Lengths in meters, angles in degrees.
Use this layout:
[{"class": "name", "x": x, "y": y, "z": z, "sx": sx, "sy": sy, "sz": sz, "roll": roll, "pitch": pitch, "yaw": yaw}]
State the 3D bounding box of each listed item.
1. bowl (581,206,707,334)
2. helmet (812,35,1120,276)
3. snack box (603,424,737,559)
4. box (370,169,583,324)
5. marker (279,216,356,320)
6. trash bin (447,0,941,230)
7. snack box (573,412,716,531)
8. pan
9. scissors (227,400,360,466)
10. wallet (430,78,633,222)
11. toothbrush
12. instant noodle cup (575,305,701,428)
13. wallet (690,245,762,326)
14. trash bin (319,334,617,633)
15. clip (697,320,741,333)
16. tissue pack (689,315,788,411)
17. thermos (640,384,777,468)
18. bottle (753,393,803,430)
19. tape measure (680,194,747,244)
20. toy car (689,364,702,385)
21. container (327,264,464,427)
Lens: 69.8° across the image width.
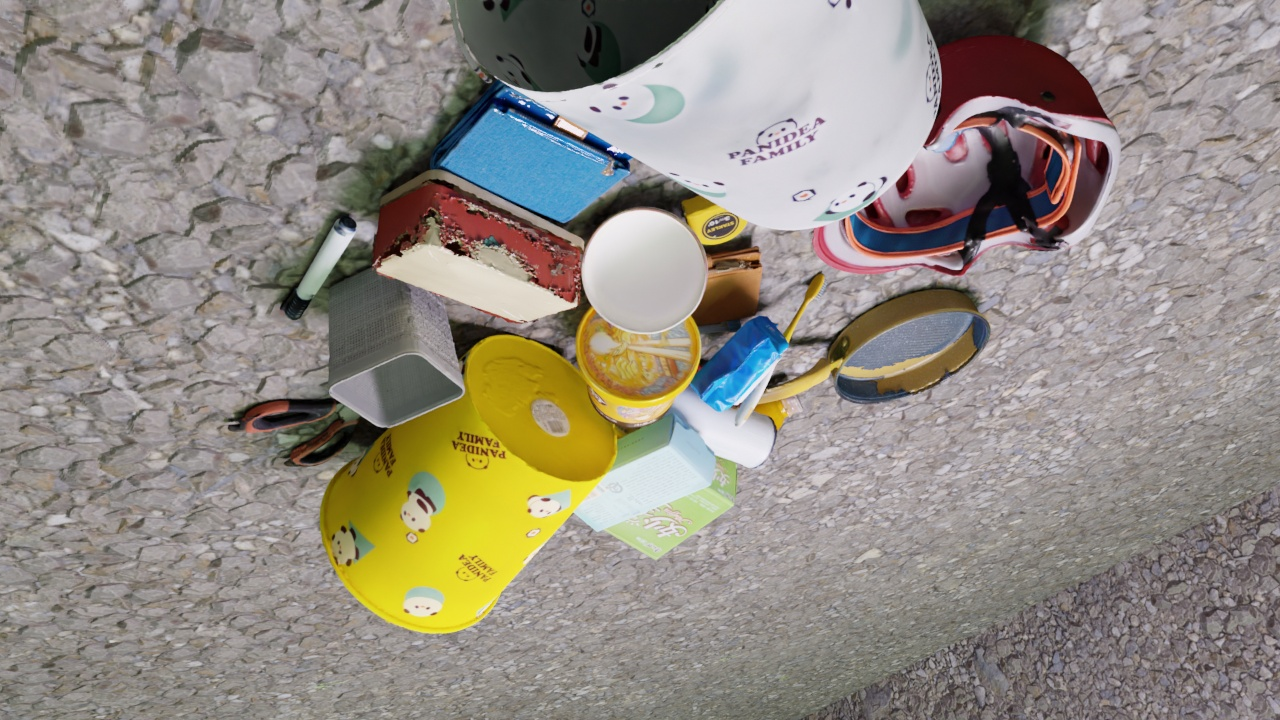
[{"class": "bowl", "x": 0.007, "y": -0.085, "z": 0.840, "sx": 0.114, "sy": 0.113, "sz": 0.062, "roll": -25, "pitch": -171, "yaw": 14}, {"class": "helmet", "x": 0.256, "y": -0.174, "z": 0.763, "sx": 0.240, "sy": 0.143, "sz": 0.207, "roll": -13, "pitch": 151, "yaw": 22}, {"class": "snack box", "x": -0.010, "y": 0.138, "z": 1.112, "sx": 0.210, "sy": 0.069, "sz": 0.158, "roll": 34, "pitch": 128, "yaw": -17}, {"class": "box", "x": -0.131, "y": -0.081, "z": 0.764, "sx": 0.092, "sy": 0.080, "sz": 0.168, "roll": -15, "pitch": 155, "yaw": 40}, {"class": "marker", "x": -0.277, "y": -0.078, "z": 0.785, "sx": 0.022, "sy": 0.018, "sz": 0.131, "roll": 20, "pitch": 135, "yaw": -30}, {"class": "trash bin", "x": 0.055, "y": -0.208, "z": 0.557, "sx": 0.230, "sy": 0.229, "sz": 0.251, "roll": -32, "pitch": 151, "yaw": 24}, {"class": "snack box", "x": -0.007, "y": 0.127, "z": 1.018, "sx": 0.175, "sy": 0.051, "sz": 0.074, "roll": -28, "pitch": 122, "yaw": 32}, {"class": "pan", "x": 0.257, "y": 0.006, "z": 1.096, "sx": 0.357, "sy": 0.078, "sz": 0.198, "roll": -4, "pitch": 146, "yaw": -18}, {"class": "scissors", "x": -0.324, "y": 0.059, "z": 0.977, "sx": 0.226, "sy": 0.015, "sz": 0.189, "roll": -5, "pitch": 147, "yaw": -17}, {"class": "wallet", "x": -0.083, "y": -0.162, "z": 0.724, "sx": 0.133, "sy": 0.040, "sz": 0.107, "roll": 15, "pitch": 145, "yaw": -39}, {"class": "toothbrush", "x": 0.153, "y": -0.009, "z": 1.001, "sx": 0.018, "sy": 0.016, "sz": 0.191, "roll": 20, "pitch": 101, "yaw": -43}, {"class": "instant noodle cup", "x": -0.005, "y": 0.005, "z": 0.908, "sx": 0.118, "sy": 0.118, "sz": 0.115, "roll": -11, "pitch": 159, "yaw": -8}, {"class": "wallet", "x": 0.056, "y": -0.069, "z": 0.934, "sx": 0.132, "sy": 0.031, "sz": 0.108, "roll": -11, "pitch": 149, "yaw": -4}, {"class": "trash bin", "x": -0.172, "y": 0.122, "z": 0.964, "sx": 0.229, "sy": 0.229, "sz": 0.256, "roll": 17, "pitch": 130, "yaw": -41}, {"class": "clip", "x": 0.081, "y": -0.041, "z": 1.003, "sx": 0.058, "sy": 0.045, "sz": 0.027, "roll": -12, "pitch": 151, "yaw": 5}, {"class": "tissue pack", "x": 0.106, "y": 0.003, "z": 0.943, "sx": 0.095, "sy": 0.052, "sz": 0.157, "roll": -47, "pitch": 175, "yaw": 13}, {"class": "thermos", "x": 0.048, "y": 0.060, "z": 1.041, "sx": 0.224, "sy": 0.073, "sz": 0.073, "roll": 22, "pitch": 133, "yaw": -28}, {"class": "bottle", "x": 0.111, "y": 0.082, "z": 1.157, "sx": 0.190, "sy": 0.068, "sz": 0.068, "roll": -23, "pitch": 147, "yaw": 11}, {"class": "tape measure", "x": 0.069, "y": -0.134, "z": 0.841, "sx": 0.060, "sy": 0.028, "sz": 0.057, "roll": -18, "pitch": 147, "yaw": 3}, {"class": "toy car", "x": 0.058, "y": 0.023, "z": 1.074, "sx": 0.106, "sy": 0.031, "sz": 0.049, "roll": 19, "pitch": 137, "yaw": -28}, {"class": "container", "x": -0.219, "y": -0.019, "z": 0.810, "sx": 0.090, "sy": 0.114, "sz": 0.090, "roll": -23, "pitch": 148, "yaw": 10}]
